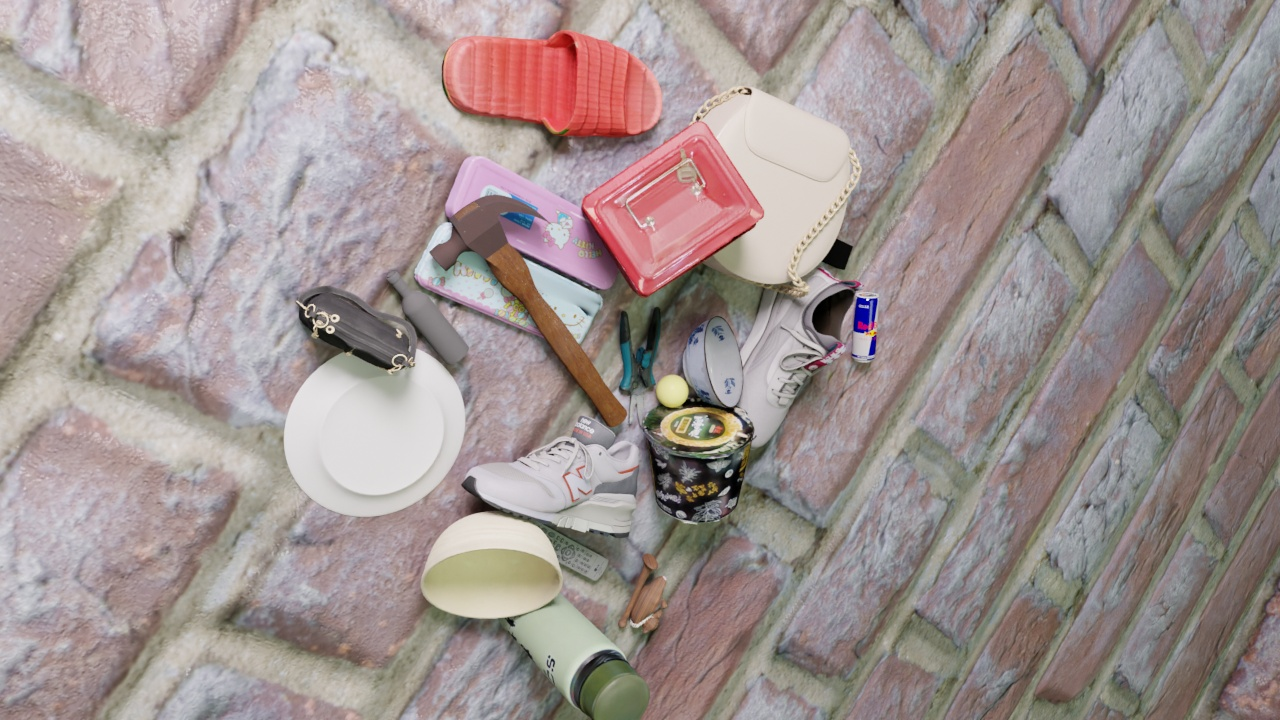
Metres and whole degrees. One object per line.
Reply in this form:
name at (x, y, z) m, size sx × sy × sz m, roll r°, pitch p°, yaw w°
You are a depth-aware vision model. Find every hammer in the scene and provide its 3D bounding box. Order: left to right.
hammer at (-0.097, -0.040, 0.993) m, size 0.115 × 0.033 × 0.323 m, roll -37°, pitch 127°, yaw -6°

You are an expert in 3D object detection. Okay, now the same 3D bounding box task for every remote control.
remote control at (-0.093, 0.229, 1.109) m, size 0.136 × 0.013 × 0.033 m, roll 37°, pitch 83°, yaw -35°
remote control at (0.218, -0.156, 1.196) m, size 0.150 × 0.013 × 0.034 m, roll 17°, pitch 94°, yaw -34°

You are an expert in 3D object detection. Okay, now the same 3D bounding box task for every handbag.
handbag at (-0.269, -0.028, 0.877) m, size 0.128 × 0.079 × 0.054 m, roll 31°, pitch 89°, yaw -26°
handbag at (0.147, -0.196, 1.077) m, size 0.210 × 0.103 × 0.208 m, roll 14°, pitch 97°, yaw -30°

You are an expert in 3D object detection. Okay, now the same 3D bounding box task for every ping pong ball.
ping pong ball at (0.039, 0.037, 1.121) m, size 0.040 × 0.040 × 0.040 m, roll -10°, pitch 109°, yaw -30°

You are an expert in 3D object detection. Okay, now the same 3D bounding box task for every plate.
plate at (-0.268, 0.076, 0.950) m, size 0.188 × 0.016 × 0.189 m, roll -10°, pitch 109°, yaw -30°

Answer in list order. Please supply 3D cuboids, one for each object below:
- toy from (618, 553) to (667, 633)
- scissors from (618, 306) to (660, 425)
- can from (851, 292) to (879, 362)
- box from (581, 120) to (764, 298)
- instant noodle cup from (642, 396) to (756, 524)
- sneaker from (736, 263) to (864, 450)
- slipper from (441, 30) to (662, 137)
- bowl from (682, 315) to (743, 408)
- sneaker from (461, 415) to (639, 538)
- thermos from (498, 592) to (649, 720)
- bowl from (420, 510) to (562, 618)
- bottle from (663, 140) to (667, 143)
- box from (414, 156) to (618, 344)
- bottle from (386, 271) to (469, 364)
toy at (0.010, 0.306, 1.183) m, size 0.054 × 0.041 × 0.102 m, roll 21°, pitch 101°, yaw -13°
scissors at (0.000, 0.001, 1.099) m, size 0.123 × 0.019 × 0.148 m, roll 39°, pitch 84°, yaw -35°
can at (0.313, -0.046, 1.277) m, size 0.032 × 0.032 × 0.095 m, roll -10°, pitch 109°, yaw -30°
box at (0.031, -0.156, 0.969) m, size 0.157 × 0.110 × 0.134 m, roll -32°, pitch 95°, yaw 3°
instant noodle cup at (0.071, 0.124, 1.120) m, size 0.137 × 0.137 × 0.112 m, roll -17°, pitch 122°, yaw -28°
sneaker at (0.196, 0.000, 1.159) m, size 0.096 × 0.129 × 0.263 m, roll 17°, pitch 96°, yaw -34°
slipper at (-0.076, -0.283, 0.942) m, size 0.248 × 0.059 × 0.103 m, roll -1°, pitch 104°, yaw -31°
bowl at (0.083, 0.005, 1.124) m, size 0.114 × 0.045 × 0.114 m, roll 31°, pitch 54°, yaw -56°
sneaker at (-0.086, 0.121, 1.047) m, size 0.239 × 0.089 × 0.124 m, roll 25°, pitch 85°, yaw -44°
thermos at (-0.073, 0.322, 1.017) m, size 0.082 × 0.232 × 0.082 m, roll -10°, pitch 108°, yaw -31°
bowl at (-0.162, 0.215, 1.007) m, size 0.150 × 0.075 × 0.151 m, roll -4°, pitch 138°, yaw -3°
bottle at (0.020, -0.198, 1.049) m, size 0.025 × 0.025 × 0.106 m, roll 5°, pitch 101°, yaw -34°
box at (-0.121, -0.109, 0.985) m, size 0.214 × 0.035 × 0.151 m, roll 23°, pitch 95°, yaw -35°
bottle at (-0.220, -0.046, 0.937) m, size 0.030 × 0.030 × 0.113 m, roll -44°, pitch 122°, yaw -15°
